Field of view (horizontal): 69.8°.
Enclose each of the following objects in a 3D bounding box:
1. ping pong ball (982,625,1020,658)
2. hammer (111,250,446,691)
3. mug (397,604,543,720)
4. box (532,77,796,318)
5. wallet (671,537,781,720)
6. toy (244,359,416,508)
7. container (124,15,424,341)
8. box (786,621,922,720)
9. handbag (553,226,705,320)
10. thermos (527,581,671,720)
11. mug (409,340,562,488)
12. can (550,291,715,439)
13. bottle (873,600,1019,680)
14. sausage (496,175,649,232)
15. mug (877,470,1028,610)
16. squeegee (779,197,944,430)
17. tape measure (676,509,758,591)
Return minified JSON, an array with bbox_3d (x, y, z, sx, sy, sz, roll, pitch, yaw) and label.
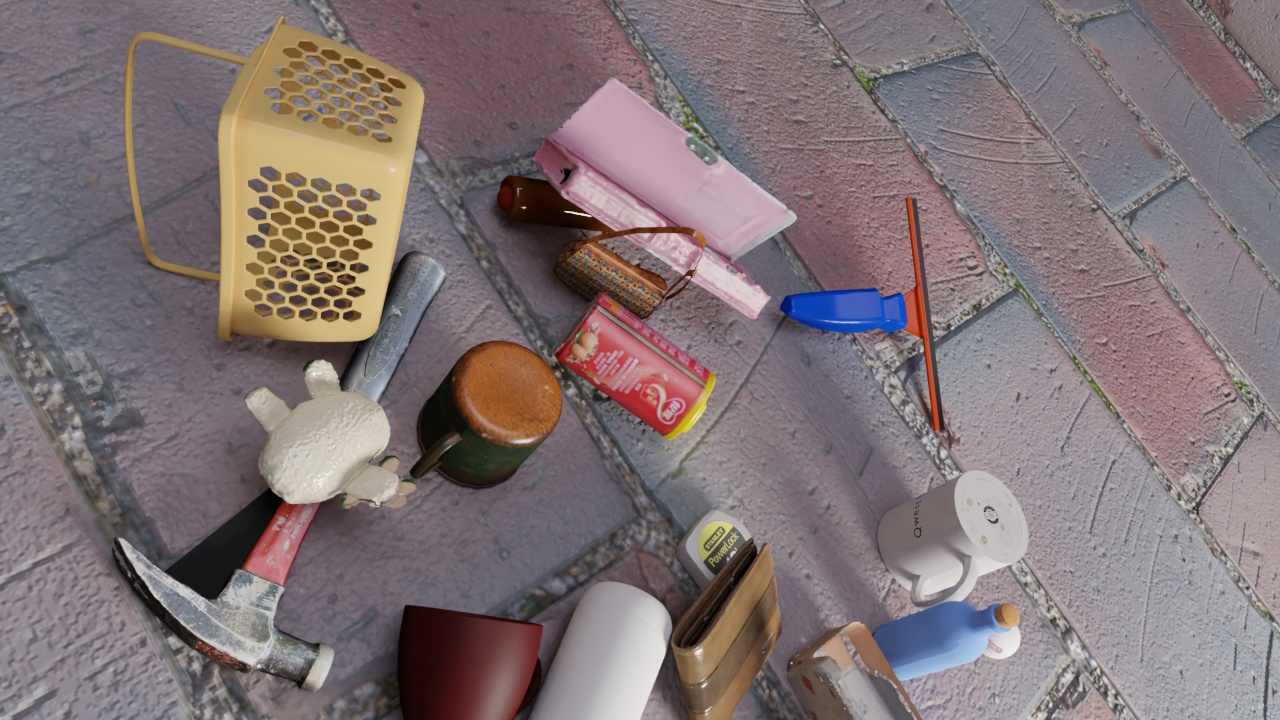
[{"bbox_3d":[0.318,0.246,0.821,0.040,0.040,0.040,15,56,-24],"label":"ping pong ball"},{"bbox_3d":[-0.213,0.043,0.620,0.140,0.037,0.325,30,51,-16],"label":"hammer"},{"bbox_3d":[-0.102,0.205,0.571,0.114,0.087,0.088,28,65,-50],"label":"mug"},{"bbox_3d":[0.034,-0.142,0.787,0.232,0.107,0.099,29,15,-32],"label":"box"},{"bbox_3d":[0.067,0.203,0.670,0.120,0.027,0.099,-43,130,-43],"label":"wallet"},{"bbox_3d":[-0.192,0.054,0.570,0.112,0.050,0.087,50,46,-5],"label":"toy"},{"bbox_3d":[-0.238,-0.113,0.589,0.167,0.184,0.129,11,47,-14],"label":"container"},{"bbox_3d":[0.199,0.303,0.677,0.114,0.096,0.217,-21,75,-42],"label":"box"},{"bbox_3d":[0.001,-0.083,0.722,0.093,0.196,0.043,31,72,-16],"label":"handbag"},{"bbox_3d":[-0.031,0.256,0.570,0.101,0.069,0.229,15,50,15],"label":"thermos"},{"bbox_3d":[-0.115,0.044,0.647,0.085,0.081,0.110,49,49,3],"label":"mug"},{"bbox_3d":[-0.004,0.004,0.749,0.124,0.067,0.066,36,50,-8],"label":"can"},{"bbox_3d":[0.245,0.219,0.732,0.048,0.131,0.048,15,56,-24],"label":"bottle"},{"bbox_3d":[-0.056,-0.137,0.823,0.155,0.040,0.040,2,62,-33],"label":"sausage"},{"bbox_3d":[0.268,0.166,0.801,0.083,0.097,0.119,36,50,-8],"label":"mug"},{"bbox_3d":[0.218,-0.050,0.930,0.184,0.055,0.249,1,80,-31],"label":"squeegee"},{"bbox_3d":[0.066,0.156,0.734,0.065,0.017,0.064,48,49,2],"label":"tape measure"}]
